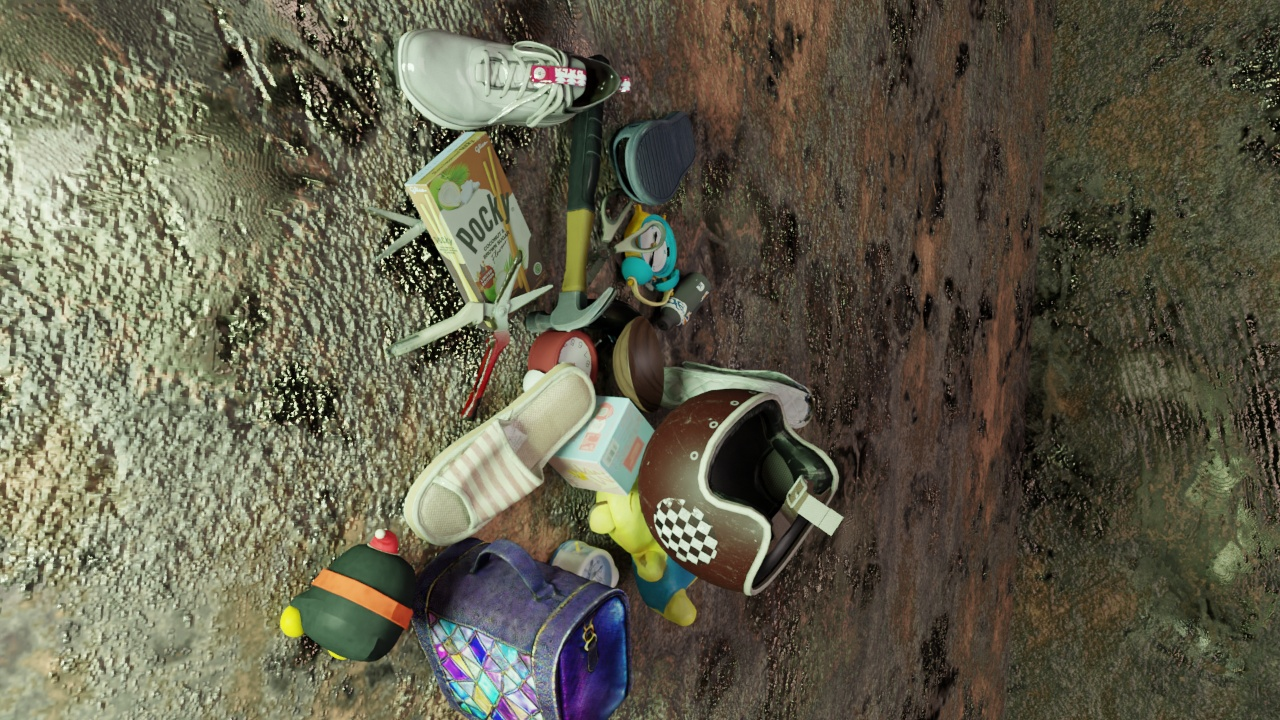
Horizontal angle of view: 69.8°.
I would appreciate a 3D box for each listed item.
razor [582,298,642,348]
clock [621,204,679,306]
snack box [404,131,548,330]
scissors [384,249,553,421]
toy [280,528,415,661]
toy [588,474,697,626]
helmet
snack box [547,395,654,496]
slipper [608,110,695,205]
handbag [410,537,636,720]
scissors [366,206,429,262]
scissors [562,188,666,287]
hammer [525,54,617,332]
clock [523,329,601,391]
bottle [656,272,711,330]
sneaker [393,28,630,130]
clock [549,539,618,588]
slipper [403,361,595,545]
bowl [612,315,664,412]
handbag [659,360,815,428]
[{"bbox_3d":[-0.046,-0.046,1.145,0.140,0.053,0.063,14,75,-50],"label":"razor"},{"bbox_3d":[0.014,-0.137,1.225,0.099,0.044,0.129,9,79,-52],"label":"clock"},{"bbox_3d":[-0.169,-0.135,0.980,0.100,0.032,0.186,-54,138,-36],"label":"snack box"},{"bbox_3d":[-0.180,-0.026,0.966,0.179,0.015,0.200,4,109,-40],"label":"scissors"},{"bbox_3d":[-0.257,0.219,0.857,0.097,0.100,0.119,47,59,-40],"label":"toy"},{"bbox_3d":[0.008,0.221,1.177,0.214,0.084,0.148,60,26,-16],"label":"toy"},{"bbox_3d":[0.119,0.151,1.063,0.232,0.253,0.234,-24,141,-52],"label":"helmet"},{"bbox_3d":[-0.050,0.102,1.118,0.079,0.095,0.092,53,53,-41],"label":"snack box"},{"bbox_3d":[0.006,-0.261,1.183,0.262,0.083,0.101,-54,134,-61],"label":"slipper"},{"bbox_3d":[-0.121,0.284,0.959,0.125,0.205,0.222,-36,126,-45],"label":"handbag"},{"bbox_3d":[-0.217,-0.152,0.949,0.141,0.014,0.164,43,60,-49],"label":"scissors"},{"bbox_3d":[-0.030,-0.144,1.160,0.153,0.013,0.163,9,72,-22],"label":"scissors"},{"bbox_3d":[-0.068,-0.198,1.072,0.025,0.118,0.332,18,74,-54],"label":"hammer"},{"bbox_3d":[-0.095,0.015,1.094,0.087,0.044,0.124,42,60,-45],"label":"clock"},{"bbox_3d":[0.058,-0.080,1.281,0.112,0.047,0.047,-50,129,-38],"label":"bottle"},{"bbox_3d":[-0.129,-0.293,0.957,0.262,0.129,0.097,-8,98,-50],"label":"sneaker"},{"bbox_3d":[-0.067,0.279,1.148,0.125,0.052,0.088,56,50,-42],"label":"clock"},{"bbox_3d":[-0.140,0.100,1.002,0.262,0.052,0.115,-42,129,-28],"label":"slipper"},{"bbox_3d":[-0.007,0.007,1.128,0.119,0.032,0.119,-7,90,-69],"label":"bowl"},{"bbox_3d":[0.126,0.046,1.259,0.138,0.195,0.072,15,84,-49],"label":"handbag"}]
